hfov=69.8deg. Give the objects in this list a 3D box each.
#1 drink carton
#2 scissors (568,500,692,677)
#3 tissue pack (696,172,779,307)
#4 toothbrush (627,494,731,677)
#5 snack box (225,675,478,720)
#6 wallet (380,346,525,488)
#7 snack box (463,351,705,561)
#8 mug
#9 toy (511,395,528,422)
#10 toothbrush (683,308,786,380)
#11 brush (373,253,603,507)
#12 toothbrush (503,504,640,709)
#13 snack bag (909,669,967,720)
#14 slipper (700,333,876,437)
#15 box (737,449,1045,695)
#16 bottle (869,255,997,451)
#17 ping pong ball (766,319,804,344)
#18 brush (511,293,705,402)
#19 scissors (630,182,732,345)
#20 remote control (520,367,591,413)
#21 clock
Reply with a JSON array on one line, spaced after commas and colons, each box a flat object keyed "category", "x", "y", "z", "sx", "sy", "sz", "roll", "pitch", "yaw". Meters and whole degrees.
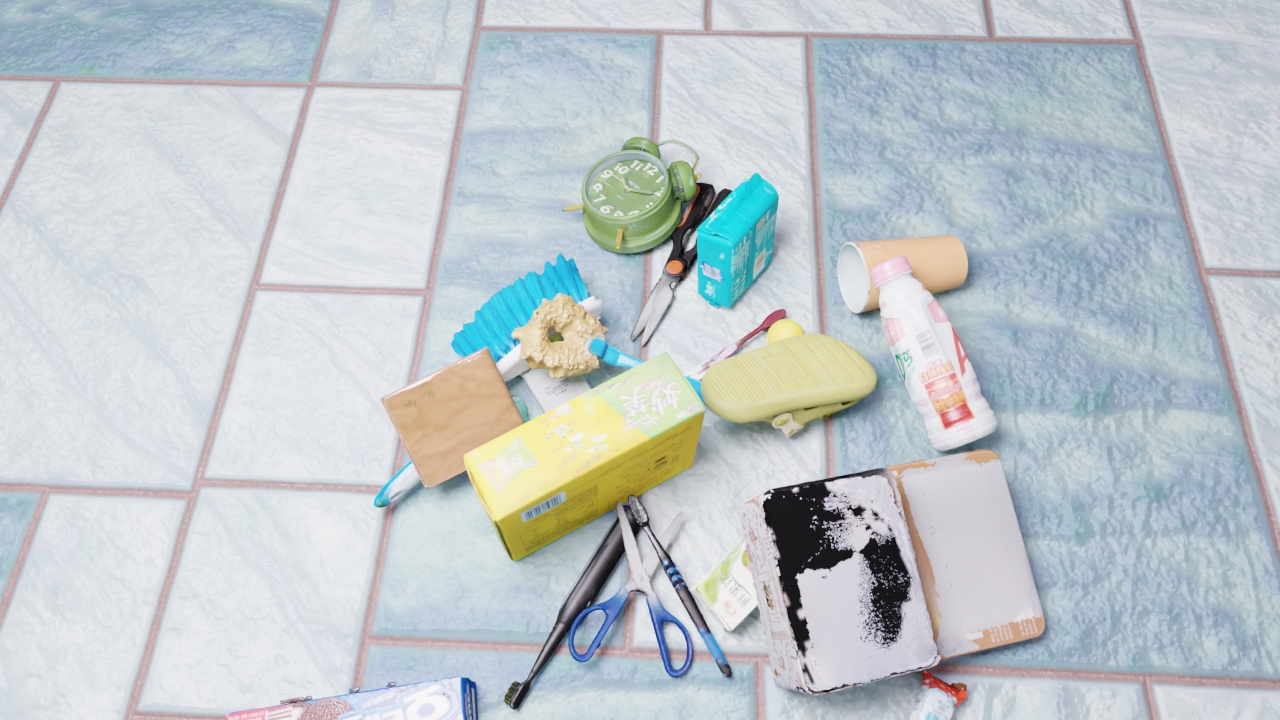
[{"category": "drink carton", "x": 0.108, "y": 0.193, "z": 0.863, "sx": 0.122, "sy": 0.046, "sz": 0.053, "roll": -40, "pitch": 81, "yaw": -16}, {"category": "scissors", "x": -0.003, "y": 0.219, "z": 0.855, "sx": 0.174, "sy": 0.012, "sz": 0.162, "roll": -34, "pitch": 78, "yaw": -21}, {"category": "tissue pack", "x": 0.102, "y": -0.127, "z": 0.983, "sx": 0.050, "sy": 0.134, "sz": 0.093, "roll": 32, "pitch": 64, "yaw": 21}, {"category": "toothbrush", "x": 0.035, "y": 0.207, "z": 0.853, "sx": 0.014, "sy": 0.016, "sz": 0.189, "roll": -26, "pitch": 75, "yaw": -14}, {"category": "snack box", "x": -0.248, "y": 0.319, "z": 0.799, "sx": 0.207, "sy": 0.057, "sz": 0.058, "roll": -8, "pitch": 65, "yaw": -4}, {"category": "wallet", "x": -0.178, "y": 0.056, "z": 0.892, "sx": 0.115, "sy": 0.020, "sz": 0.101, "roll": -28, "pitch": 96, "yaw": -14}, {"category": "snack box", "x": -0.049, "y": 0.094, "z": 0.856, "sx": 0.209, "sy": 0.158, "sz": 0.070, "roll": -27, "pitch": 69, "yaw": -13}, {"category": "mug", "x": 0.287, "y": -0.098, "z": 1.000, "sx": 0.122, "sy": 0.078, "sz": 0.078, "roll": -9, "pitch": 62, "yaw": -10}, {"category": "toy", "x": -0.137, "y": 0.078, "z": 0.940, "sx": 0.096, "sy": 0.030, "sz": 0.091, "roll": -17, "pitch": 56, "yaw": 0}, {"category": "toothbrush", "x": 0.084, "y": -0.001, "z": 0.984, "sx": 0.187, "sy": 0.017, "sz": 0.016, "roll": -35, "pitch": 70, "yaw": -13}, {"category": "brush", "x": -0.165, "y": 0.016, "z": 0.939, "sx": 0.314, "sy": 0.061, "sz": 0.109, "roll": -36, "pitch": 71, "yaw": -13}, {"category": "toothbrush", "x": -0.062, "y": 0.229, "z": 0.861, "sx": 0.027, "sy": 0.026, "sz": 0.212, "roll": 14, "pitch": 60, "yaw": 42}, {"category": "snack bag", "x": 0.251, "y": 0.323, "z": 0.803, "sx": 0.045, "sy": 0.026, "sz": 0.105, "roll": 29, "pitch": 67, "yaw": 6}, {"category": "slipper", "x": 0.145, "y": 0.031, "z": 0.931, "sx": 0.190, "sy": 0.082, "sz": 0.091, "roll": -11, "pitch": 49, "yaw": -22}, {"category": "box", "x": 0.233, "y": 0.183, "z": 0.824, "sx": 0.259, "sy": 0.082, "sz": 0.176, "roll": -8, "pitch": 77, "yaw": -14}, {"category": "bottle", "x": 0.288, "y": -0.009, "z": 0.924, "sx": 0.068, "sy": 0.068, "sz": 0.197, "roll": -21, "pitch": 82, "yaw": -10}, {"category": "ping pong ball", "x": 0.155, "y": -0.024, "z": 0.979, "sx": 0.040, "sy": 0.040, "sz": 0.040, "roll": 0, "pitch": 62, "yaw": 1}, {"category": "brush", "x": -0.006, "y": 0.005, "z": 0.929, "sx": 0.254, "sy": 0.046, "sz": 0.083, "roll": 21, "pitch": 80, "yaw": -11}, {"category": "scissors", "x": 0.033, "y": -0.116, "z": 1.047, "sx": 0.234, "sy": 0.022, "sz": 0.148, "roll": -41, "pitch": 61, "yaw": -12}, {"category": "remote control", "x": -0.098, "y": 0.011, "z": 0.978, "sx": 0.056, "sy": 0.019, "sz": 0.135, "roll": -29, "pitch": 65, "yaw": -13}, {"category": "clock", "x": -0.001, "y": -0.196, "z": 1.054, "sx": 0.116, "sy": 0.056, "sz": 0.161, "roll": 38, "pitch": 73, "yaw": 27}]
